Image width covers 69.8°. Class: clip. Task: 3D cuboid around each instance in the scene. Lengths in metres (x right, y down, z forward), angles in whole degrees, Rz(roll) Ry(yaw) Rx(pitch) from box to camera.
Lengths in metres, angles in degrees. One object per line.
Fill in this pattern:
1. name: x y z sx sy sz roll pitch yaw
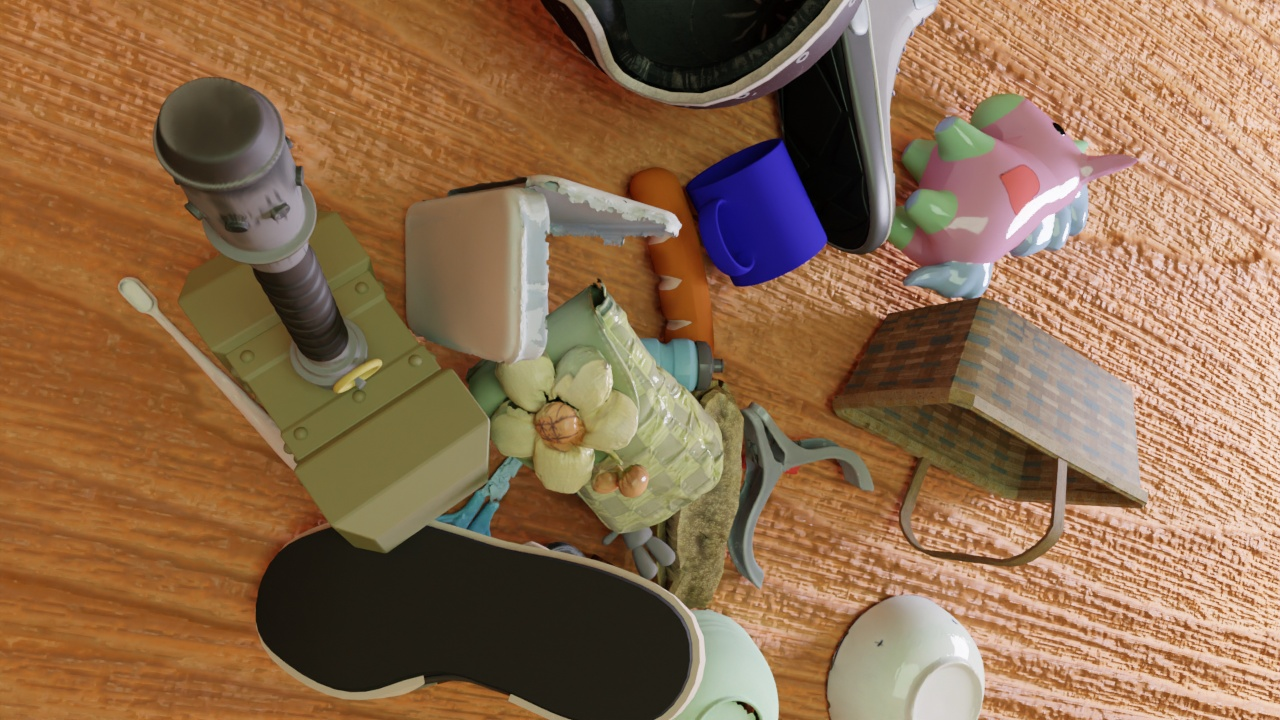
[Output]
1. clip: 0.109 0.124 0.750 0.168 0.031 0.164 29 89 -34

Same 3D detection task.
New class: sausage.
1. sausage: 0.027 -0.065 0.697 0.044 0.039 0.164 -15 102 -13

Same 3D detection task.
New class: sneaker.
1. sneaker: 0.188 -0.225 0.735 0.160 0.093 0.257 -25 107 -30
2. sneaker: -0.098 0.169 0.599 0.294 0.116 0.111 3 72 13

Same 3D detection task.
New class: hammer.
1. hammer: -0.159 -0.025 0.437 0.100 0.325 0.190 -35 80 -18

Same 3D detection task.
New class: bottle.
1. bottle: -0.004 0.004 0.667 0.130 0.040 0.040 0 96 -4

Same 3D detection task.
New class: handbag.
1. handbag: -0.021 0.046 0.598 0.113 0.116 0.186 -33 116 17

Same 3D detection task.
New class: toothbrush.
1. toothbrush: -0.261 0.019 0.584 0.015 0.018 0.181 -42 112 -13

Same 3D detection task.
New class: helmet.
1. helmet: 0.037 -0.280 0.556 0.234 0.234 0.253 -48 147 14

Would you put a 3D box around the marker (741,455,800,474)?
1. marker: 0.069 0.082 0.747 0.142 0.013 0.013 8 92 -25

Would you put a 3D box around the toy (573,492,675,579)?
1. toy: -0.016 0.111 0.688 0.049 0.030 0.111 -33 79 -18

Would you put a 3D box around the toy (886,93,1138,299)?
1. toy: 0.301 -0.130 0.776 0.171 0.120 0.221 29 71 -12

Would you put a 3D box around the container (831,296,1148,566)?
1. container: 0.295 0.079 0.776 0.249 0.158 0.186 26 73 -25

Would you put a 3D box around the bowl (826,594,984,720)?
1. bowl: 0.250 0.295 0.822 0.153 0.073 0.153 -3 98 -25

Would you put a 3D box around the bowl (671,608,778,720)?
1. bowl: 0.051 0.282 0.726 0.150 0.077 0.151 -3 98 -24

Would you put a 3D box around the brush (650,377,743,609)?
1. brush: 0.044 0.110 0.712 0.059 0.043 0.195 3 103 -24

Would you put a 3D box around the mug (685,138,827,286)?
1. mug: 0.080 -0.104 0.686 0.111 0.079 0.083 -48 115 -44

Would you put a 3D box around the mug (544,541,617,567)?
1. mug: -0.047 0.199 0.670 0.117 0.082 0.111 35 77 -24

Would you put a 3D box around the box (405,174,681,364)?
1. box: -0.076 -0.051 0.557 0.129 0.211 0.105 8 94 -24

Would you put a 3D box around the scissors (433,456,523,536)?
1. scissors: -0.110 0.099 0.669 0.055 0.015 0.136 41 72 -25
